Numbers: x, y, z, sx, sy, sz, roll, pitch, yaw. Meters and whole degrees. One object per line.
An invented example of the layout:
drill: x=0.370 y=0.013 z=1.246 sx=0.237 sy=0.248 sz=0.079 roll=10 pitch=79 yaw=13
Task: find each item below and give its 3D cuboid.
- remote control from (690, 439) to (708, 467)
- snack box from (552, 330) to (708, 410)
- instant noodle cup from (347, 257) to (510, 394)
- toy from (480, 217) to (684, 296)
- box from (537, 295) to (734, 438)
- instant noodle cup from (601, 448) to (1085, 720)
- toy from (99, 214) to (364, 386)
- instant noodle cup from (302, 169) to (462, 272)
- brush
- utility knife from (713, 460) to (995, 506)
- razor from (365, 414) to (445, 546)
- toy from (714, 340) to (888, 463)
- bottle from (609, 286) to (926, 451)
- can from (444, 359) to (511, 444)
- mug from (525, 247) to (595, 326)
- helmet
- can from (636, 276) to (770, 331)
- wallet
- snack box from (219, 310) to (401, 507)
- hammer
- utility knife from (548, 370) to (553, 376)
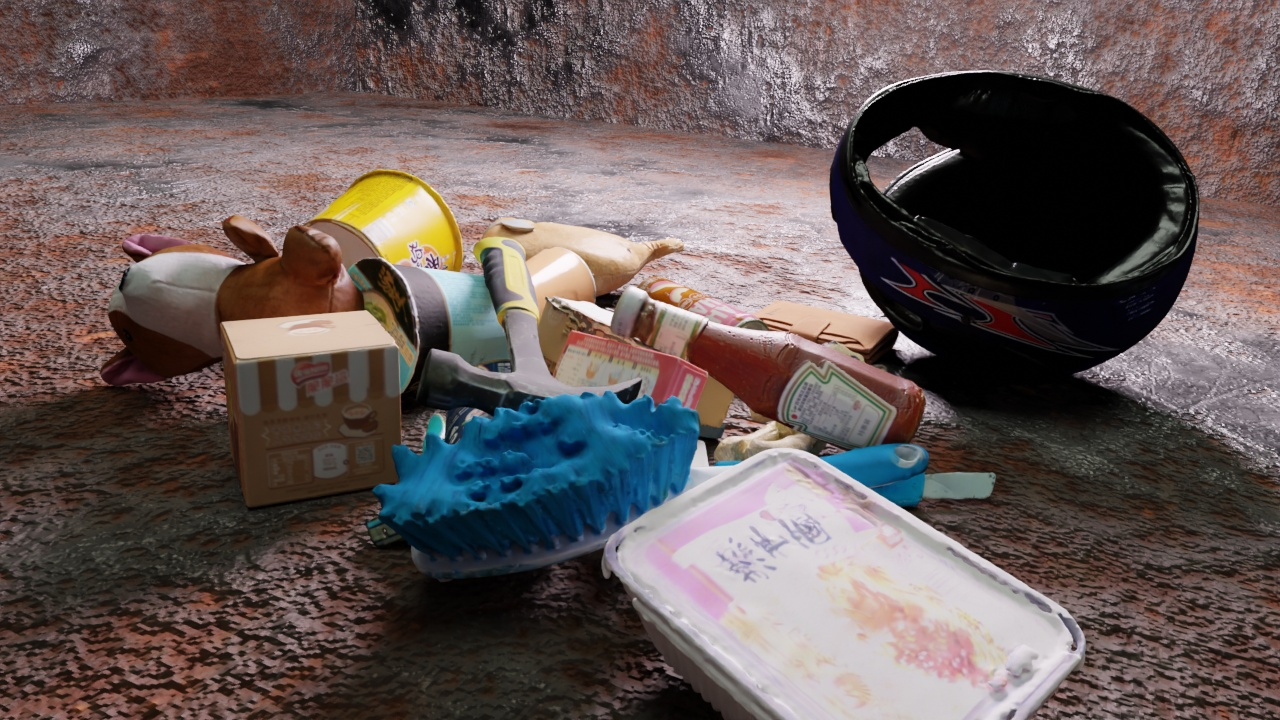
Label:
remote control: x=0.017 y=0.085 z=0.568 sx=0.056 sy=0.019 sz=0.135 roll=0 pitch=21 yaw=-1
snack box: x=-0.018 y=0.027 z=0.597 sx=0.025 sy=0.075 sz=0.153 roll=24 pitch=-4 yaw=-30
instant noodle cup: x=-0.163 y=-0.027 z=0.731 sx=0.111 sy=0.111 sz=0.120 roll=21 pitch=18 yaw=37
toy: x=-0.062 y=-0.110 z=0.999 sx=0.226 sy=0.083 sz=0.143 roll=4 pitch=29 yaw=-8
box: x=-0.004 y=0.004 z=0.702 sx=0.089 sy=0.060 sz=0.184 roll=11 pitch=13 yaw=-40
instant noodle cup: x=0.080 y=0.120 z=0.400 sx=0.137 sy=0.060 sz=0.173 roll=-22 pitch=37 yaw=-35
toy: x=-0.305 y=-0.035 z=0.659 sx=0.200 sy=0.140 sz=0.130 roll=6 pitch=-14 yaw=23
instant noodle cup: x=-0.253 y=-0.098 z=0.865 sx=0.138 sy=0.138 sz=0.109 roll=10 pitch=30 yaw=15
brush: x=0.025 y=0.059 z=0.493 sx=0.314 sy=0.110 sz=0.060 roll=-14 pitch=47 yaw=-12
utility knife: x=0.144 y=0.081 z=0.595 sx=0.198 sy=0.034 sz=0.018 roll=1 pitch=-19 yaw=-14
razor: x=-0.133 y=0.069 z=0.567 sx=0.043 sy=0.028 sz=0.132 roll=-25 pitch=23 yaw=7
toy: x=0.113 y=0.038 z=0.655 sx=0.105 sy=0.066 sz=0.156 roll=4 pitch=29 yaw=45
bottle: x=0.079 y=0.005 z=0.600 sx=0.206 sy=0.060 sz=0.059 roll=23 pitch=23 yaw=6
can: x=-0.081 y=0.053 z=0.554 sx=0.075 sy=0.075 sz=0.111 roll=1 pitch=21 yaw=-10
mug: x=-0.105 y=-0.051 z=0.846 sx=0.078 sy=0.078 sz=0.122 roll=14 pitch=28 yaw=24
helmet: x=0.317 y=-0.110 z=0.838 sx=0.315 sy=0.246 sz=0.241 roll=15 pitch=-18 yaw=6
can: x=0.051 y=-0.033 z=0.844 sx=0.057 sy=0.058 sz=0.147 roll=-10 pitch=25 yaw=-35
wallet: x=0.177 y=-0.029 z=0.904 sx=0.132 sy=0.031 sz=0.107 roll=14 pitch=21 yaw=28
snack box: x=-0.205 y=0.026 z=0.573 sx=0.092 sy=0.094 sz=0.077 roll=-7 pitch=23 yaw=-28
hammer: x=-0.082 y=-0.030 z=0.624 sx=0.126 sy=0.032 sz=0.323 roll=15 pitch=18 yaw=-17
utility knife: x=-0.043 y=0.031 z=0.709 sx=0.033 sy=0.015 sz=0.170 roll=-9 pitch=24 yaw=-41
